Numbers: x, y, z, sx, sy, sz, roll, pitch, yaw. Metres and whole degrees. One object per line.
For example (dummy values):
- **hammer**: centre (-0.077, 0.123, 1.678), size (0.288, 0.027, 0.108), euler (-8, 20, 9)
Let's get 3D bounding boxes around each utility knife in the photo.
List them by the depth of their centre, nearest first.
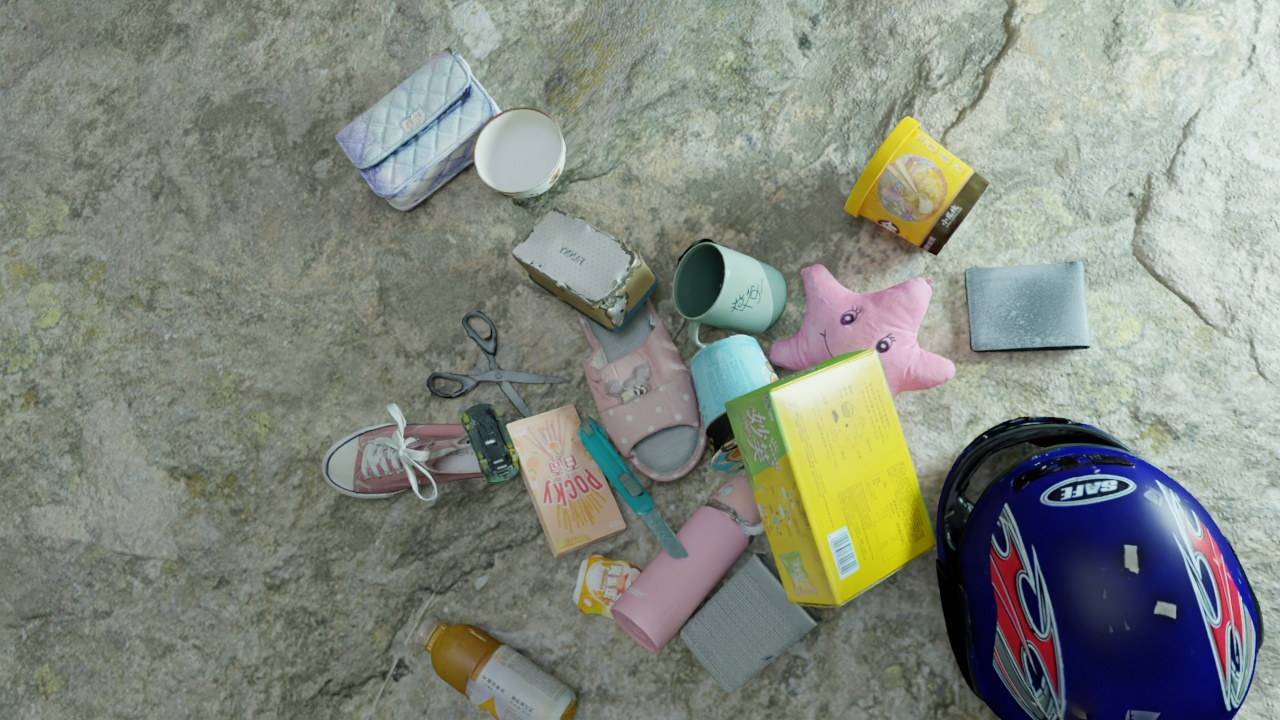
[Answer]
- **utility knife**: centre (-0.012, 0.131, 0.972), size (0.029, 0.013, 0.216), euler (-31, 51, -13)

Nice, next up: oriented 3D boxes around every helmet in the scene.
- **helmet**: centre (0.390, 0.189, 0.809), size (0.247, 0.240, 0.315), euler (-13, 73, 7)

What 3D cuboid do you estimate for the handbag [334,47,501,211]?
- **handbag**: centre (-0.276, -0.294, 1.165), size (0.194, 0.075, 0.134), euler (-38, 71, 0)

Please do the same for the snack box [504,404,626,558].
- **snack box**: centre (-0.085, 0.131, 1.020), size (0.084, 0.026, 0.157), euler (-17, 70, -23)

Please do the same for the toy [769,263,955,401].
- **toy**: centre (0.237, -0.028, 0.980), size (0.179, 0.074, 0.194), euler (-47, 73, 12)

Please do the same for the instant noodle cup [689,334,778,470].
- **instant noodle cup**: centre (0.108, 0.041, 0.983), size (0.111, 0.111, 0.120), euler (-22, 66, 6)

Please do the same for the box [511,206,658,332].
- **box**: centre (-0.070, -0.109, 1.054), size (0.089, 0.060, 0.184), euler (-48, 50, -7)

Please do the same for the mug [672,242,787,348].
- **mug**: centre (0.096, -0.062, 1.002), size (0.082, 0.106, 0.112), euler (30, 103, 49)

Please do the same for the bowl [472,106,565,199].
- **bowl**: centre (-0.142, -0.247, 1.130), size (0.113, 0.062, 0.113), euler (-3, 77, 12)

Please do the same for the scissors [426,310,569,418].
- **scissors**: centre (-0.175, 0.019, 1.095), size (0.159, 0.014, 0.181), euler (-27, 73, 5)

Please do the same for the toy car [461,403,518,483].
- **toy car**: centre (-0.166, 0.092, 1.009), size (0.043, 0.036, 0.091), euler (-18, 76, -21)

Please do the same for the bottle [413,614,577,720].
- **bottle**: centre (-0.159, 0.336, 0.980), size (0.189, 0.068, 0.068), euler (27, 83, 17)

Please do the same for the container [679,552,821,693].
- **container**: centre (0.109, 0.267, 0.930), size (0.114, 0.090, 0.090), euler (-43, 71, 3)

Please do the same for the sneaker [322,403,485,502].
- **sneaker**: centre (-0.261, 0.108, 1.051), size (0.241, 0.088, 0.118), euler (-5, 75, 10)

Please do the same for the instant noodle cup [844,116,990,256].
- **instant noodle cup**: centre (0.301, -0.183, 0.992), size (0.114, 0.118, 0.118), euler (36, 86, 10)

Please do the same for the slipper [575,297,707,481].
- **slipper**: centre (-0.006, 0.006, 1.038), size (0.114, 0.054, 0.274), euler (-23, 70, 6)

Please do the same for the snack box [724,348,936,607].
- **snack box**: centre (0.187, 0.110, 0.890), size (0.157, 0.070, 0.210), euler (-19, 91, -35)

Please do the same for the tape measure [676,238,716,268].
- **tape measure**: centre (0.072, -0.108, 1.048), size (0.057, 0.057, 0.039), euler (-38, 68, -11)

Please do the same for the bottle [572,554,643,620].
- **bottle**: centre (-0.015, 0.246, 0.976), size (0.108, 0.063, 0.063), euler (13, 79, 0)

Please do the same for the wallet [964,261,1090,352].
- **wallet**: centre (0.413, -0.057, 0.982), size (0.121, 0.019, 0.097), euler (-2, 74, 13)

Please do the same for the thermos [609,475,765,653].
- **thermos**: centre (0.063, 0.204, 0.933), size (0.198, 0.087, 0.067), euler (-43, 115, -22)
